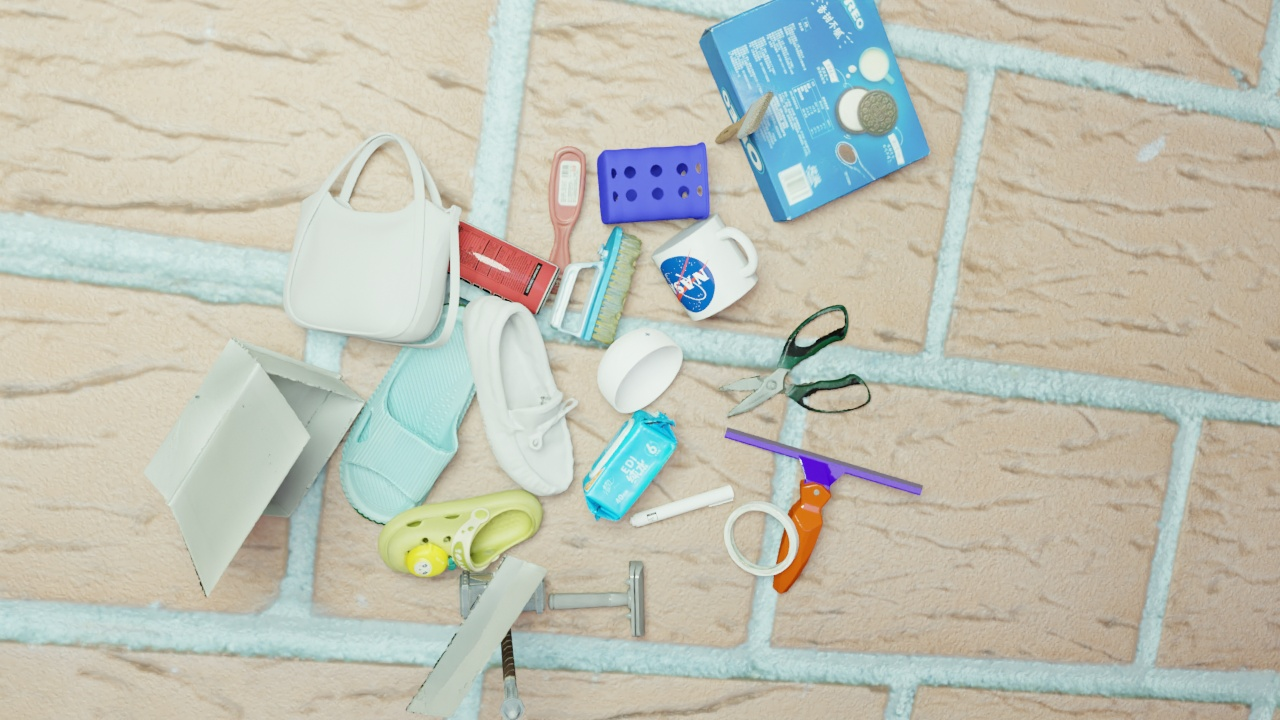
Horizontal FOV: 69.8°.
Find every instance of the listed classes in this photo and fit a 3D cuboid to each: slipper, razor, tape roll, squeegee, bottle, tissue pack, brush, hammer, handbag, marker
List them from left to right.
[{"bbox_3d":[-0.270,-0.131,0.979,0.216,0.095,0.222,8,87,18],"label":"handbag"},{"bbox_3d":[-0.253,0.064,1.029,0.116,0.069,0.276,28,97,-8],"label":"slipper"},{"bbox_3d":[-0.199,0.210,1.049,0.190,0.081,0.092,-14,129,-13],"label":"slipper"},{"bbox_3d":[-0.181,-0.115,1.025,0.176,0.062,0.062,25,92,-6],"label":"bottle"},{"bbox_3d":[-0.140,0.289,0.953,0.098,0.322,0.044,-2,97,-10],"label":"hammer"},{"bbox_3d":[-0.126,0.043,1.033,0.112,0.075,0.247,-27,114,-28],"label":"slipper"},{"bbox_3d":[-0.090,-0.161,1.056,0.041,0.030,0.172,3,110,-12],"label":"brush"},{"bbox_3d":[-0.054,0.291,1.116,0.116,0.047,0.088,-2,97,-2],"label":"razor"},{"bbox_3d":[-0.051,-0.091,1.057,0.075,0.055,0.136,18,93,-17],"label":"brush"},{"bbox_3d":[-0.015,0.118,1.073,0.061,0.093,0.144,39,89,-5],"label":"tissue pack"},{"bbox_3d":[0.051,0.181,1.130,0.133,0.017,0.020,-16,101,-8],"label":"marker"},{"bbox_3d":[0.109,-0.259,1.020,0.008,0.143,0.045,27,83,-14],"label":"brush"},{"bbox_3d":[0.148,0.219,1.128,0.093,0.013,0.093,6,104,26],"label":"tape roll"},{"bbox_3d":[0.201,0.207,1.139,0.249,0.055,0.185,16,106,2],"label":"squeegee"}]

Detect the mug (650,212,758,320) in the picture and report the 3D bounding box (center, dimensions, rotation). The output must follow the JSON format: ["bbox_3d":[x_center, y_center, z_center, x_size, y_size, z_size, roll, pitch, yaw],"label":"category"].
[{"bbox_3d":[0.083,-0.112,1.048,0.090,0.122,0.090,56,48,-11],"label":"mug"}]

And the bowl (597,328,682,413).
[{"bbox_3d":[-0.006,0.006,1.062,0.105,0.105,0.054,-45,62,-2],"label":"bowl"}]

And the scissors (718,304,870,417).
[{"bbox_3d":[0.199,0.037,1.140,0.209,0.015,0.154,-35,103,-5],"label":"scissors"}]

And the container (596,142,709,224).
[{"bbox_3d":[0.012,-0.198,1.041,0.113,0.085,0.084,-5,97,-8],"label":"container"}]

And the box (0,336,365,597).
[{"bbox_3d":[-0.378,0.091,0.795,0.148,0.506,0.167,33,91,-8],"label":"box"}]

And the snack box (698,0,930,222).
[{"bbox_3d":[0.205,-0.310,1.076,0.195,0.056,0.239,-25,100,-6],"label":"snack box"}]

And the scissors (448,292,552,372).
[{"bbox_3d":[-0.167,-0.032,1.063,0.129,0.019,0.139,-14,101,-9],"label":"scissors"}]
